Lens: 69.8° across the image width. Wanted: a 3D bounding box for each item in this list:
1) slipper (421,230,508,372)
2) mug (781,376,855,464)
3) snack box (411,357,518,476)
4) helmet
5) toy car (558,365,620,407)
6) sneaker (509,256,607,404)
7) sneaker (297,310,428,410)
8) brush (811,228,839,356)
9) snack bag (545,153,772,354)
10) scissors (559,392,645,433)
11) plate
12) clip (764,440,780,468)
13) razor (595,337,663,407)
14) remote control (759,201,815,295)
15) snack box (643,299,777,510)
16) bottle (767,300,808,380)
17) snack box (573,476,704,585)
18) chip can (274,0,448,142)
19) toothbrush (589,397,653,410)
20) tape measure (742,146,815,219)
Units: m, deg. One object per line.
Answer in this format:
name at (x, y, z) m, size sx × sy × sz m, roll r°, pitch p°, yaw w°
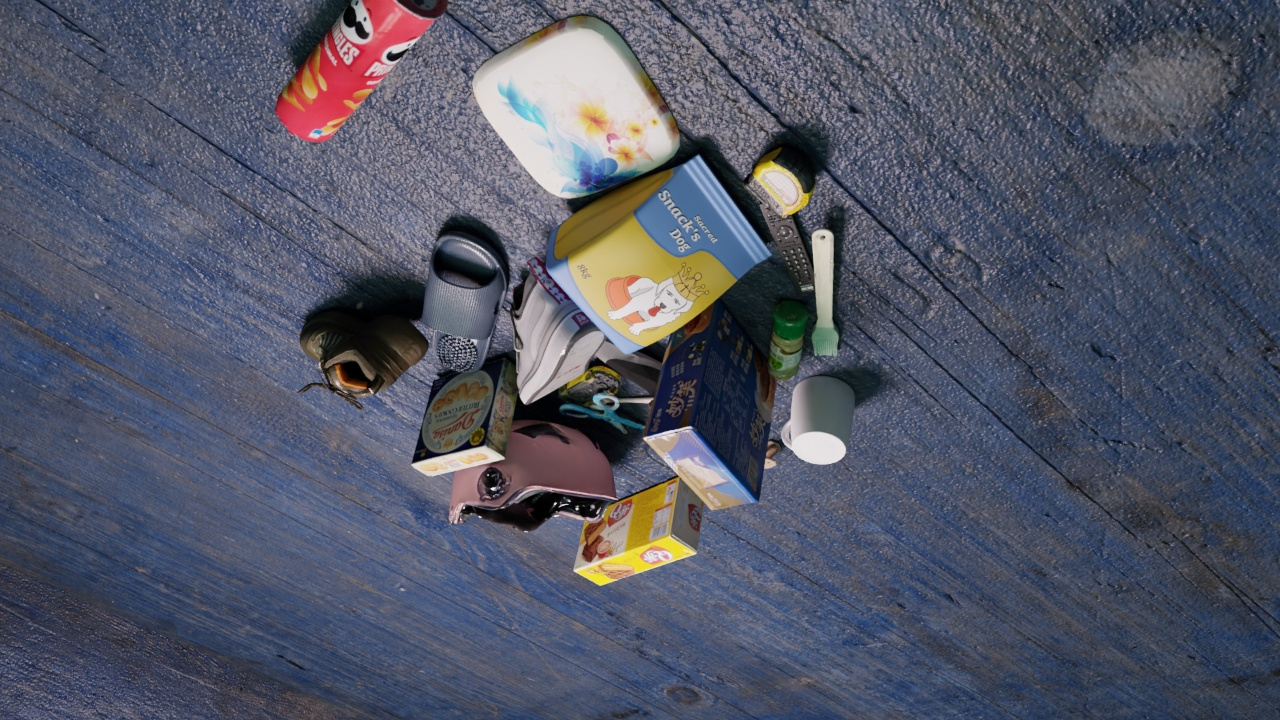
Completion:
slipper at (-0.234, -0.052, 1.191) m, size 0.101 × 0.082 × 0.264 m, roll 15°, pitch 140°, yaw -3°
mug at (0.224, 0.086, 1.196) m, size 0.081 × 0.087 × 0.114 m, roll 33°, pitch 137°, yaw -20°
snack box at (-0.243, 0.080, 1.291) m, size 0.145 × 0.144 × 0.042 m, roll -16°, pitch 141°, yaw 31°
helmet at (-0.152, 0.166, 1.343) m, size 0.256 × 0.152 × 0.229 m, roll -17°, pitch 155°, yaw 41°
toy car at (-0.073, 0.036, 1.276) m, size 0.049 × 0.030 × 0.107 m, roll 30°, pitch 141°, yaw -33°
sneaker at (-0.128, -0.030, 1.181) m, size 0.128 × 0.096 × 0.264 m, roll 57°, pitch 155°, yaw 10°
sneaker at (-0.403, 0.014, 1.252) m, size 0.238 × 0.142 × 0.101 m, roll 2°, pitch 142°, yaw 39°
brush at (0.213, -0.074, 1.063) m, size 0.033 × 0.012 × 0.218 m, roll 1°, pitch 143°, yaw 13°
snack bag at (0.021, -0.121, 1.027) m, size 0.206 × 0.102 × 0.159 m, roll -28°, pitch 125°, yaw 22°
scissors at (-0.057, 0.081, 1.313) m, size 0.114 × 0.013 × 0.140 m, roll -9°, pitch 153°, yaw 19°
plate at (-0.069, -0.252, 0.958) m, size 0.187 × 0.016 × 0.187 m, roll -15°, pitch 131°, yaw 31°
clip at (0.180, 0.135, 1.321) m, size 0.024 × 0.039 × 0.060 m, roll 27°, pitch 161°, yaw -12°
razor at (-0.007, 0.007, 1.210) m, size 0.156 × 0.060 × 0.057 m, roll 40°, pitch 150°, yaw 1°
remote control at (0.170, -0.127, 1.031) m, size 0.030 × 0.009 × 0.140 m, roll -8°, pitch 134°, yaw 26°
snack box at (0.092, 0.053, 1.112) m, size 0.069 × 0.202 × 0.155 m, roll -18°, pitch 130°, yaw 33°
bottle at (0.179, -0.023, 1.123) m, size 0.043 × 0.043 × 0.111 m, roll 8°, pitch 140°, yaw 9°
snack box at (-0.003, 0.275, 1.467) m, size 0.061 × 0.109 × 0.231 m, roll 36°, pitch 136°, yaw -27°
chip can at (-0.287, -0.307, 0.923) m, size 0.073 × 0.073 × 0.234 m, roll 39°, pitch 135°, yaw -25°
toothbrush at (0.013, 0.058, 1.287) m, size 0.181 × 0.018 × 0.016 m, roll -2°, pitch 137°, yaw 19°
tape measure at (0.148, -0.186, 0.948) m, size 0.065 × 0.037 × 0.064 m, roll 38°, pitch 142°, yaw -5°
